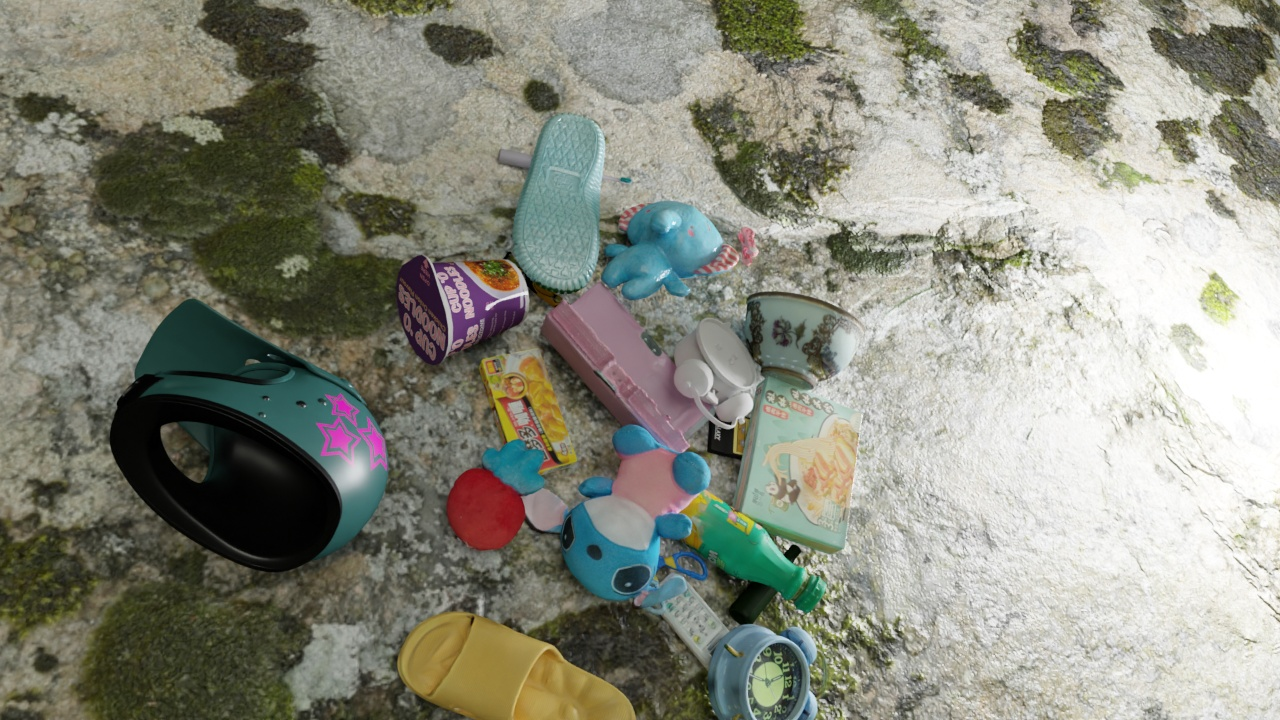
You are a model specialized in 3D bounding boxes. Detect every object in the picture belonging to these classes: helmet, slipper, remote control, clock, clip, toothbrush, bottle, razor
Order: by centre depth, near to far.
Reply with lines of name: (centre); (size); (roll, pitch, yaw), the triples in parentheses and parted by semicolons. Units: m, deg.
helmet: (-0.378, 0.072, 0.902); (0.274, 0.200, 0.177); (39, 103, -17)
slipper: (-0.119, 0.337, 0.953); (0.263, 0.079, 0.099); (28, 58, -8)
clock: (0.149, 0.361, 1.041); (0.161, 0.060, 0.118); (4, 82, -36)
remote control: (0.066, 0.310, 1.067); (0.050, 0.022, 0.133); (-38, 84, -31)
bottle: (0.119, 0.221, 1.080); (0.210, 0.068, 0.067); (33, 59, 8)
bottle: (0.156, 0.269, 1.114); (0.033, 0.033, 0.122); (47, 59, 3)
clock: (0.096, 0.016, 1.155); (0.120, 0.061, 0.159); (34, 35, -29)
razor: (-0.120, -0.083, 1.173); (0.144, 0.021, 0.044); (35, 60, -6)
remote control: (0.152, 0.105, 1.196); (0.133, 0.013, 0.058); (13, 64, -15)
slipper: (-0.104, -0.204, 1.204); (0.116, 0.070, 0.275); (13, 64, -13)
toothbrush: (-0.102, -0.262, 1.258); (0.187, 0.019, 0.018); (8, 62, -18)
clip: (0.155, -0.166, 1.306); (0.023, 0.045, 0.060); (9, 78, -21)

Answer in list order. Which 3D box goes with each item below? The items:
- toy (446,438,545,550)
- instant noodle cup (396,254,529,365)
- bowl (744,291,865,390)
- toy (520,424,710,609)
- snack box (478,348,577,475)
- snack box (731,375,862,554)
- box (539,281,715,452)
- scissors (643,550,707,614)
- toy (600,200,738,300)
toy: (-0.160, 0.148, 1.024); (0.092, 0.062, 0.132); (32, 69, 11)
instant noodle cup: (-0.203, -0.074, 1.081); (0.121, 0.137, 0.122); (-18, 48, -37)
bowl: (0.204, -0.016, 1.200); (0.160, 0.160, 0.093); (21, 77, -11)
toy: (-0.023, 0.168, 1.032); (0.224, 0.099, 0.191); (28, 83, 28)
snack box: (-0.135, 0.064, 1.097); (0.075, 0.025, 0.152); (-13, 72, -25)
snack box: (0.201, 0.132, 1.169); (0.141, 0.044, 0.193); (21, 62, -11)
box: (-0.005, 0.005, 1.124); (0.115, 0.107, 0.232); (-41, 88, -16)
scissors: (0.014, 0.242, 1.068); (0.125, 0.016, 0.123); (21, 50, 9)
toy: (0.025, -0.150, 1.202); (0.183, 0.115, 0.180); (34, 51, 24)
